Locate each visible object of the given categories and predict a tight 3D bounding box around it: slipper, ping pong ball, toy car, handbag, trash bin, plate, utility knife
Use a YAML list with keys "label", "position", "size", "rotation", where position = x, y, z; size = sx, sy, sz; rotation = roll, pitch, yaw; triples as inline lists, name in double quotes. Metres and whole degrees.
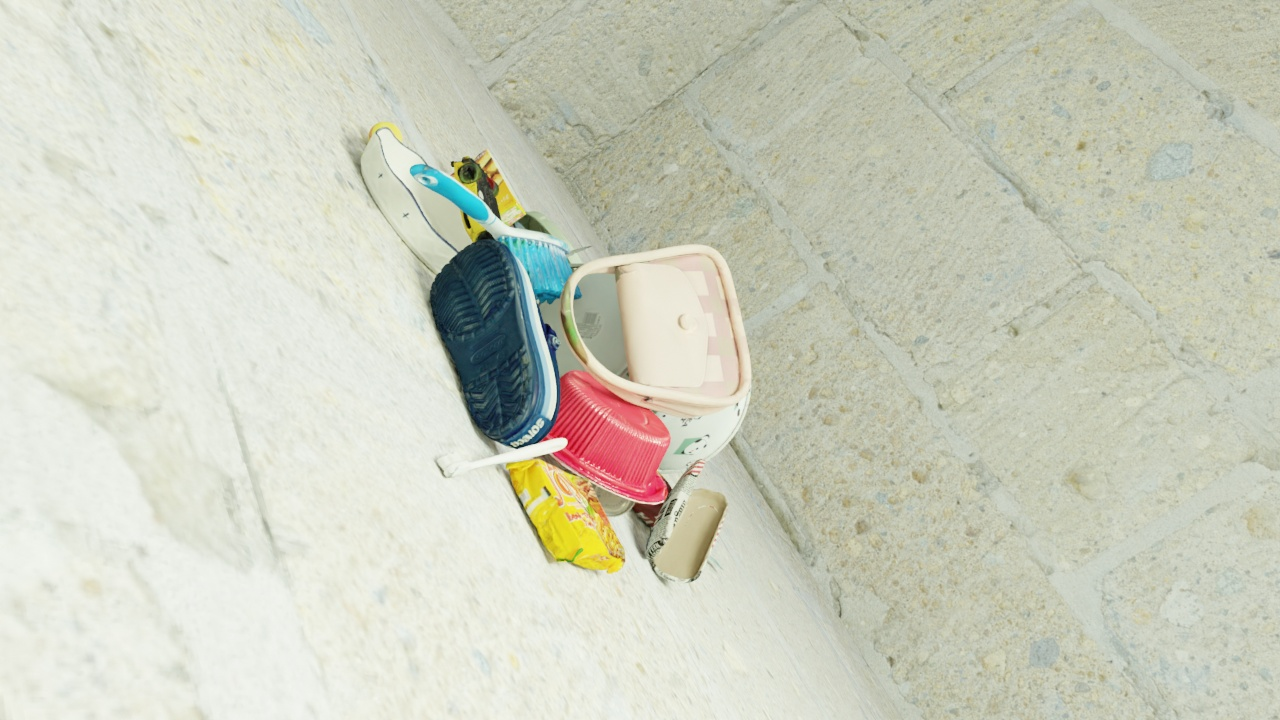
- label: "slipper"
  position: [-0.125, -0.018, 0.882]
  size: [0.095, 0.105, 0.252]
  rotation: [38, 19, -47]
- label: "ping pong ball"
  position: [-0.310, -0.269, 1.115]
  size: [0.040, 0.040, 0.040]
  rotation: [54, 6, -9]
- label: "toy car"
  position: [-0.186, -0.168, 1.082]
  size: [0.071, 0.041, 0.155]
  rotation: [30, 42, -75]
- label: "handbag"
  position: [0.006, -0.036, 1.008]
  size: [0.233, 0.094, 0.193]
  rotation: [4, 69, -39]
- label: "trash bin"
  position: [-0.007, 0.007, 1.217]
  size: [0.252, 0.230, 0.229]
  rotation: [37, 18, -53]
- label: "plate"
  position: [-0.133, -0.147, 1.514]
  size: [0.230, 0.027, 0.231]
  rotation: [51, -18, 23]
- label: "utility knife"
  position: [0.072, 0.265, 1.360]
  size: [0.222, 0.013, 0.029]
  rotation: [47, 8, -41]
- label: "plate"
  position: [-0.247, -0.170, 1.054]
  size: [0.205, 0.045, 0.204]
  rotation: [55, 6, -10]

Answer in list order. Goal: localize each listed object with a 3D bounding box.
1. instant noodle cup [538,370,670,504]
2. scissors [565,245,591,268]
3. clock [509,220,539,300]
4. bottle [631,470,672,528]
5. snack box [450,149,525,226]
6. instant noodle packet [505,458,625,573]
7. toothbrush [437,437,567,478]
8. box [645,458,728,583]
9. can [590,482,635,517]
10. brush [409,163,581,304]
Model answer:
- label: "instant noodle cup"
  position: [-0.039, 0.071, 0.983]
  size: [0.194, 0.066, 0.193]
  rotation: [31, 11, -7]
- label: "scissors"
  position: [-0.141, -0.122, 1.200]
  size: [0.159, 0.181, 0.014]
  rotation: [-54, 144, -49]
- label: "clock"
  position: [-0.187, -0.164, 1.435]
  size: [0.117, 0.060, 0.158]
  rotation: [50, 10, -37]
- label: "bottle"
  position: [0.023, 0.187, 1.185]
  size: [0.175, 0.057, 0.057]
  rotation: [51, 7, -34]
- label: "snack box"
  position: [-0.232, -0.240, 1.352]
  size: [0.140, 0.087, 0.034]
  rotation: [60, 7, 34]
- label: "instant noodle packet"
  position: [-0.065, 0.138, 0.824]
  size: [0.110, 0.044, 0.128]
  rotation: [53, 5, 24]
- label: "toothbrush"
  position: [-0.107, 0.076, 0.754]
  size: [0.016, 0.016, 0.179]
  rotation: [51, 20, 15]
- label: "box"
  position: [0.056, 0.187, 1.109]
  size: [0.162, 0.076, 0.087]
  rotation: [-55, 150, -49]
- label: "can"
  position: [-0.034, 0.129, 1.058]
  size: [0.053, 0.053, 0.134]
  rotation: [54, 6, -14]
- label: "brush"
  position: [-0.151, -0.127, 1.001]
  size: [0.314, 0.061, 0.109]
  rotation: [4, 80, -69]
